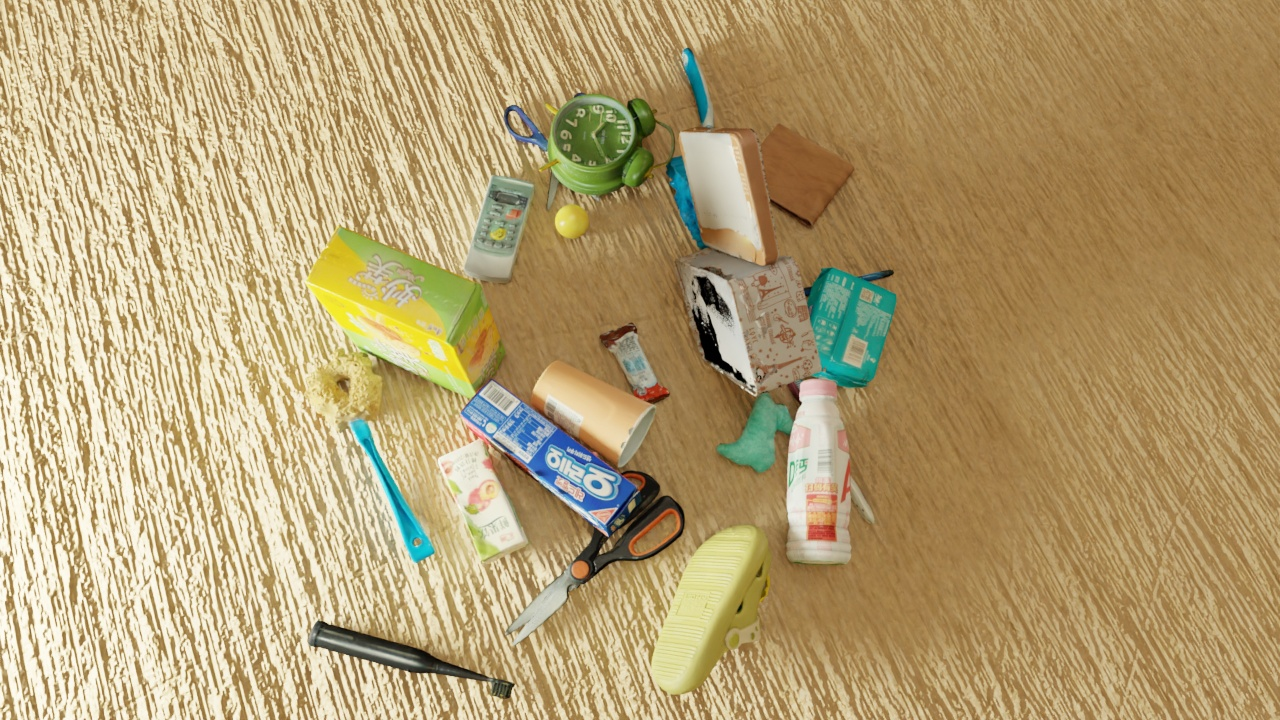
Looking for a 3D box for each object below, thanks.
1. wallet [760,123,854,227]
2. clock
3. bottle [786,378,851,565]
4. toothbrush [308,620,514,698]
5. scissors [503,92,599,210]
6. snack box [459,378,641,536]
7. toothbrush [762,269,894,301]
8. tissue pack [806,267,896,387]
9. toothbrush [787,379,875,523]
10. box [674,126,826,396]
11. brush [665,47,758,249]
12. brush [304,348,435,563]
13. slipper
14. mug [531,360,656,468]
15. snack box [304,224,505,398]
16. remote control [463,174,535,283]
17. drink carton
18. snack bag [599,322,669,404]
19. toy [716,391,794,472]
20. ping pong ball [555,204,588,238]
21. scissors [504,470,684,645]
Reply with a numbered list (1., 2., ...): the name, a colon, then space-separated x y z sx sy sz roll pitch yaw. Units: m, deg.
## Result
1. wallet: 0.193 -0.233 1.144 0.115 0.020 0.101 35 74 12
2. clock: -0.039 -0.263 1.108 0.161 0.056 0.116 2 74 0
3. bottle: 0.191 0.119 0.989 0.068 0.068 0.196 3 74 -2
4. toothbrush: -0.231 0.306 0.932 0.212 0.026 0.027 15 58 2
5. scissors: -0.104 -0.268 1.145 0.174 0.012 0.162 31 73 6
6. snack box: -0.096 0.103 0.981 0.207 0.058 0.057 35 72 15
7. toothbrush: 0.215 -0.087 1.097 0.189 0.014 0.016 -14 47 -8
8. tissue pack: 0.234 -0.039 1.056 0.093 0.050 0.133 23 72 -4
9. toothbrush: 0.215 0.098 1.032 0.017 0.016 0.187 -22 73 -20
10. box: 0.097 -0.112 0.959 0.082 0.177 0.260 -19 109 -11
11. brush: 0.077 -0.254 1.131 0.109 0.061 0.314 -20 71 -15
12. brush: -0.288 0.102 0.997 0.083 0.046 0.254 -26 78 -15
13. slipper: 0.081 0.261 0.942 0.081 0.092 0.190 45 61 -27
14. mug: -0.055 0.054 1.005 0.123 0.078 0.078 29 72 12
15. snack box: -0.234 -0.041 0.955 0.158 0.210 0.070 23 72 6
16. remote control: -0.168 -0.158 1.099 0.056 0.019 0.135 13 71 1
17. drink carton: -0.166 0.151 0.978 0.053 0.045 0.122 -26 73 -6
18. snack bag: -0.006 0.006 1.046 0.045 0.026 0.105 -25 73 -7
19. toy: 0.141 0.082 1.026 0.096 0.030 0.091 24 73 -6
20. ping pong ball: -0.082 -0.166 1.095 0.040 0.040 0.040 1 71 -3
21. scissors: -0.062 0.205 0.982 0.234 0.022 0.148 -21 66 -5
